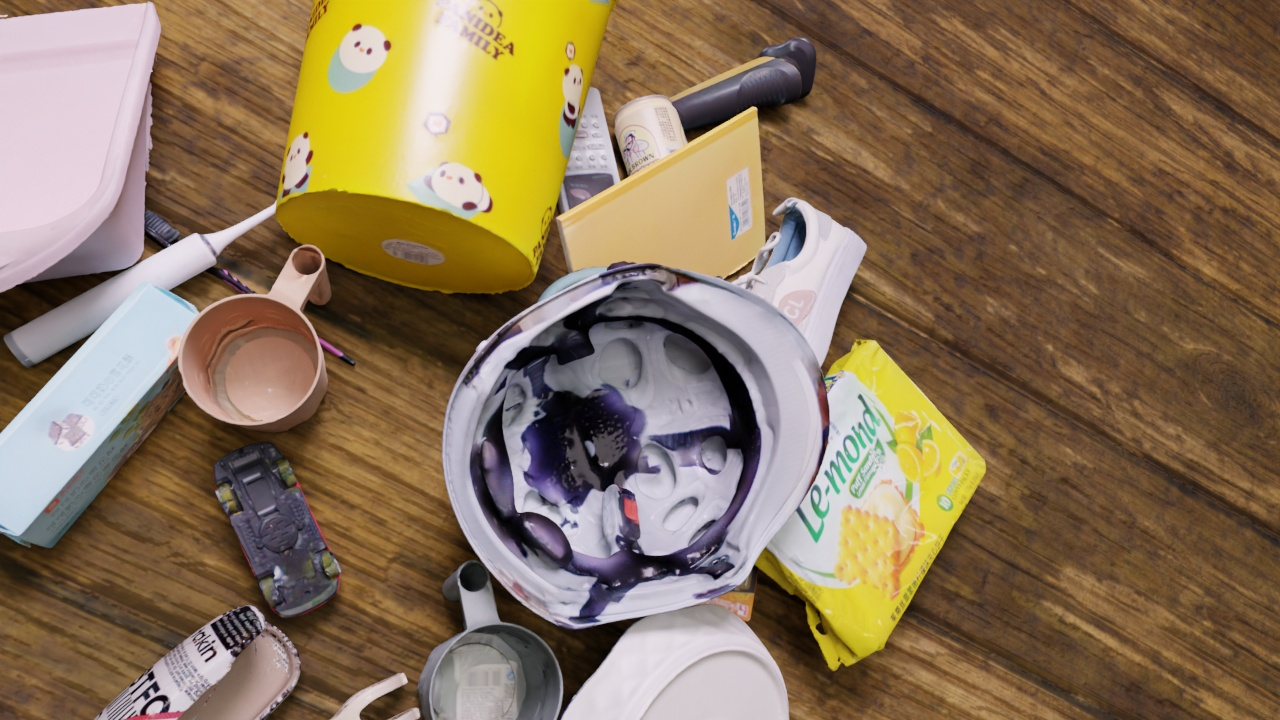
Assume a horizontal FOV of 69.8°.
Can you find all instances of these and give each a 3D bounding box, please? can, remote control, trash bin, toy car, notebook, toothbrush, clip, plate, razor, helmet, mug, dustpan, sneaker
[{"bbox_3d":[0.018,-0.167,0.802,0.058,0.059,0.116,-13,78,-22],"label":"can"},{"bbox_3d":[-0.050,-0.171,0.800,0.058,0.021,0.150,-8,76,-21],"label":"remote control"},{"bbox_3d":[-0.142,-0.198,0.674,0.229,0.230,0.255,13,75,-15],"label":"trash bin"},{"bbox_3d":[-0.248,0.115,0.629,0.052,0.045,0.120,-23,88,-22],"label":"toy car"},{"bbox_3d":[0.027,-0.101,0.753,0.205,0.146,0.010,-35,47,-24],"label":"notebook"},{"bbox_3d":[-0.335,-0.065,0.651,0.220,0.026,0.026,-35,81,-18],"label":"toothbrush"},{"bbox_3d":[-0.196,0.242,0.605,0.099,0.066,0.034,-16,79,-34],"label":"clip"},{"bbox_3d":[0.030,0.272,0.626,0.204,0.046,0.205,-6,99,-40],"label":"plate"},{"bbox_3d":[0.090,-0.255,0.863,0.167,0.062,0.067,-26,53,-19],"label":"razor"},{"bbox_3d":[-0.014,0.053,0.639,0.258,0.146,0.229,-24,98,-20],"label":"helmet"},{"bbox_3d":[-0.109,0.201,0.618,0.083,0.104,0.124,-9,75,-21],"label":"mug"},{"bbox_3d":[-0.428,-0.142,0.578,0.222,0.139,0.273,-13,80,-9],"label":"dustpan"},{"bbox_3d":[-0.291,-0.052,0.683,0.189,0.014,0.017,34,69,-7],"label":"toothbrush"},{"bbox_3d":[-0.249,-0.011,0.626,0.084,0.104,0.124,26,76,-10],"label":"mug"},{"bbox_3d":[0.108,-0.039,0.774,0.090,0.090,0.241,37,63,-14],"label":"sneaker"}]

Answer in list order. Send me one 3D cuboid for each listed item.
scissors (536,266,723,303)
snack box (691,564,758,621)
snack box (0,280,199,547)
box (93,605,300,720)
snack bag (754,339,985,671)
[{"bbox_3d":[-0.004,0.004,0.723,0.170,0.019,0.181,2,105,-21],"label":"scissors"},{"bbox_3d":[0.019,0.151,0.720,0.153,0.026,0.075,18,69,-13],"label":"snack box"},{"bbox_3d":[-0.355,0.036,0.600,0.051,0.074,0.174,34,66,-7],"label":"snack box"},{"bbox_3d":[-0.288,0.232,0.574,0.162,0.076,0.087,-48,122,-25],"label":"box"},{"bbox_3d":[0.173,0.110,0.752,0.158,0.068,0.245,47,57,-4],"label":"snack bag"}]
